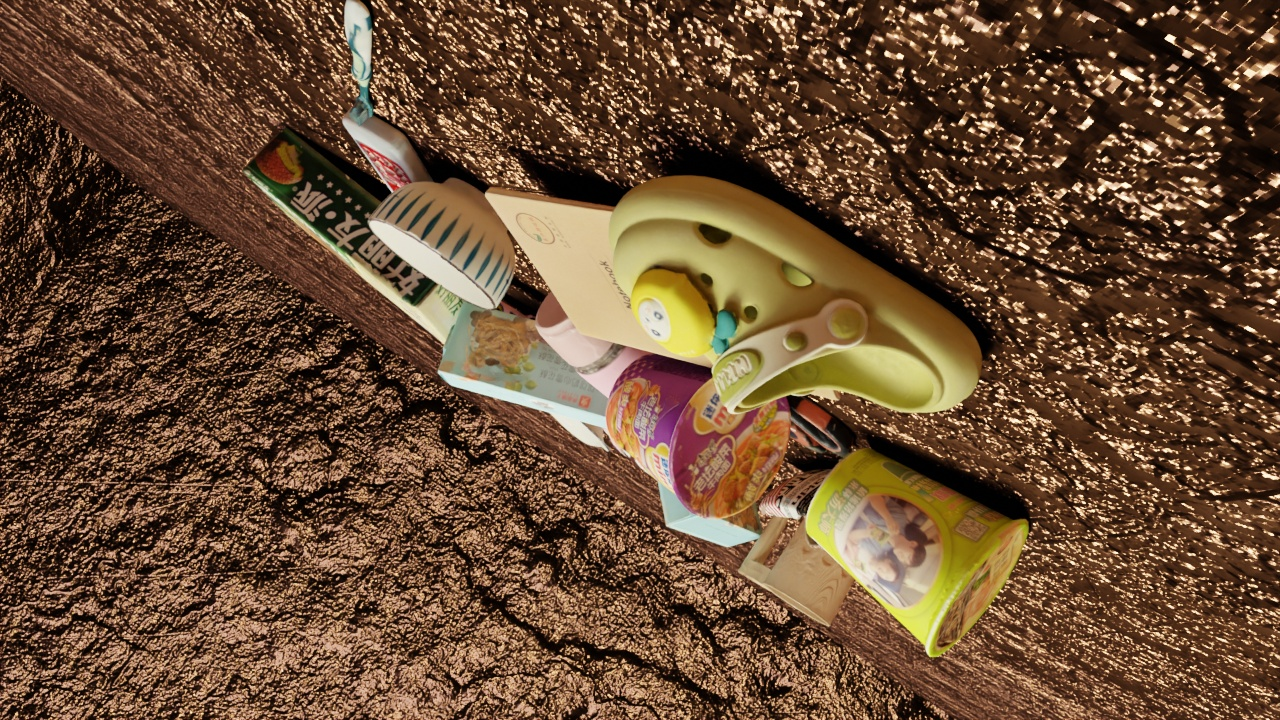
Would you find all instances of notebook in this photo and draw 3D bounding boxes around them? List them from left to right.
[{"bbox_3d":[0.012,-0.041,0.560,0.208,0.008,0.148,15,152,36],"label":"notebook"}]

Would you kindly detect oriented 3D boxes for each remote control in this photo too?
[{"bbox_3d":[-0.193,-0.153,0.736,0.056,0.020,0.136,32,169,12],"label":"remote control"}]

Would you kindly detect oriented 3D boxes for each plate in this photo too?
[{"bbox_3d":[-0.097,0.035,1.001,0.164,0.034,0.164,41,169,-10],"label":"plate"}]

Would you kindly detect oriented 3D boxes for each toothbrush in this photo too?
[{"bbox_3d":[-0.178,-0.183,0.579,0.016,0.018,0.192,36,168,-11],"label":"toothbrush"}]

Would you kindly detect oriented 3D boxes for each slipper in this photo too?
[{"bbox_3d":[0.064,-0.016,0.430,0.190,0.081,0.092,27,155,5],"label":"slipper"}]

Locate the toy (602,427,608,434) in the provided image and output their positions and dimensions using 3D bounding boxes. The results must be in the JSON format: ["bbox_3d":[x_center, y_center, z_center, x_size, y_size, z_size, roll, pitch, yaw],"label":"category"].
[{"bbox_3d":[-0.015,0.066,1.047,0.121,0.054,0.159,46,169,-12],"label":"toy"}]

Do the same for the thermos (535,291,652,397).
[{"bbox_3d":[-0.005,0.005,0.777,0.198,0.067,0.087,41,-164,-32],"label":"thermos"}]

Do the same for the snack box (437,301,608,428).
[{"bbox_3d":[-0.100,0.005,0.882,0.175,0.074,0.052,15,164,8],"label":"snack box"}]

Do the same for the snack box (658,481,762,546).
[{"bbox_3d":[0.080,0.158,1.034,0.052,0.074,0.174,-21,153,21],"label":"snack box"}]

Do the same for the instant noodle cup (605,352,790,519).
[{"bbox_3d":[0.034,0.046,0.661,0.099,0.111,0.111,21,163,48],"label":"instant noodle cup"}]

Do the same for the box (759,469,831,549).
[{"bbox_3d":[0.170,0.139,0.821,0.087,0.076,0.163,53,167,3],"label":"box"}]

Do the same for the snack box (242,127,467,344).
[{"bbox_3d":[-0.271,-0.121,0.909,0.240,0.063,0.114,38,170,15],"label":"snack box"}]

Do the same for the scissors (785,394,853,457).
[{"bbox_3d":[0.065,0.009,0.707,0.209,0.015,0.185,26,166,30],"label":"scissors"}]

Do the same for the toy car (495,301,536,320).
[{"bbox_3d":[-0.120,-0.031,0.993,0.122,0.037,0.056,34,168,16],"label":"toy car"}]

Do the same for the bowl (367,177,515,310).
[{"bbox_3d":[-0.144,-0.098,0.711,0.116,0.066,0.116,31,168,7],"label":"bowl"}]

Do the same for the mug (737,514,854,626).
[{"bbox_3d":[0.183,0.220,1.025,0.125,0.103,0.084,23,164,44],"label":"mug"}]

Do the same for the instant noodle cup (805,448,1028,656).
[{"bbox_3d":[0.188,0.125,0.650,0.123,0.111,0.112,36,172,35],"label":"instant noodle cup"}]
